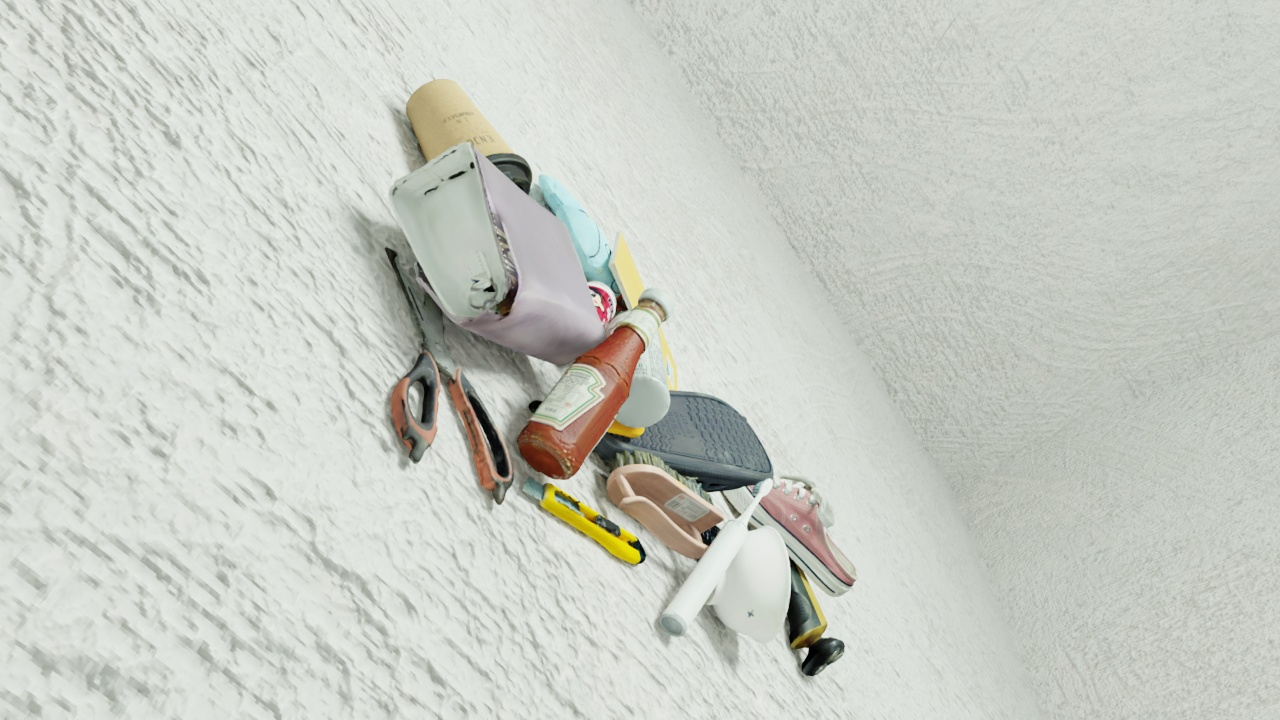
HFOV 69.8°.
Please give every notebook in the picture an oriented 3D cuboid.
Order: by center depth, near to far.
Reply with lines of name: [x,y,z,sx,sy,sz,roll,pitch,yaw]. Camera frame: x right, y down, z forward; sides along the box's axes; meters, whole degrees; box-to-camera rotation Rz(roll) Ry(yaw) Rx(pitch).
notebook: [0.007,-0.050,1.146,0.145,0.010,0.206,-85,154,-66]

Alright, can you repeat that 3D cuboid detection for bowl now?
bowl: [0.097,0.225,0.934,0.064,0.119,0.118,8,41,-16]

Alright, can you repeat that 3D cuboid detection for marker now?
marker: [-0.049,0.055,0.853,0.123,0.015,0.018,15,44,-34]

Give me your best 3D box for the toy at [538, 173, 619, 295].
toy: [-0.073,-0.153,1.111,0.161,0.050,0.156,54,11,-30]

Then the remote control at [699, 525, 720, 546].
remote control: [0.078,0.201,1.005,0.136,0.024,0.053,47,21,-37]

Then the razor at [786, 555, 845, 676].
razor: [0.203,0.306,1.130,0.067,0.062,0.167,15,32,-22]

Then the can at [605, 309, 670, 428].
can: [-0.005,0.005,0.908,0.058,0.058,0.146,50,15,-25]

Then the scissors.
scissors: [-0.153,0.011,0.705,0.189,0.015,0.224,53,19,-21]

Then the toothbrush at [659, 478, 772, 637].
toothbrush: [0.082,0.183,0.896,0.220,0.026,0.027,-45,112,-45]

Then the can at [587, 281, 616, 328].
can: [-0.062,-0.045,0.969,0.053,0.053,0.132,56,19,-10]

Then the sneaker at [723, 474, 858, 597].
sneaker: [0.195,0.189,1.171,0.241,0.088,0.118,45,15,10]

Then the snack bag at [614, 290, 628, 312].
snack bag: [-0.028,-0.092,1.176,0.045,0.026,0.105,40,24,-38]

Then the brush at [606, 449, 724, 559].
brush: [0.020,0.140,0.888,0.145,0.063,0.073,41,26,-42]

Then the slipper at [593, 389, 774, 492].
slipper: [0.029,0.090,0.980,0.267,0.084,0.110,15,44,-39]

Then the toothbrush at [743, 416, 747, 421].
toothbrush: [0.144,0.110,1.334,0.015,0.018,0.180,55,17,-4]

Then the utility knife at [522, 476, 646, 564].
utility knife: [-0.045,0.139,0.793,0.177,0.015,0.033,41,23,-44]

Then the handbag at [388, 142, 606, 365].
handbag: [-0.115,-0.076,0.786,0.145,0.098,0.197,62,11,17]

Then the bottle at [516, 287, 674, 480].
bottle: [-0.031,0.013,0.804,0.060,0.060,0.205,52,53,-23]

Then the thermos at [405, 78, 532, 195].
thermos: [-0.169,-0.200,0.885,0.143,0.093,0.093,59,17,19]
